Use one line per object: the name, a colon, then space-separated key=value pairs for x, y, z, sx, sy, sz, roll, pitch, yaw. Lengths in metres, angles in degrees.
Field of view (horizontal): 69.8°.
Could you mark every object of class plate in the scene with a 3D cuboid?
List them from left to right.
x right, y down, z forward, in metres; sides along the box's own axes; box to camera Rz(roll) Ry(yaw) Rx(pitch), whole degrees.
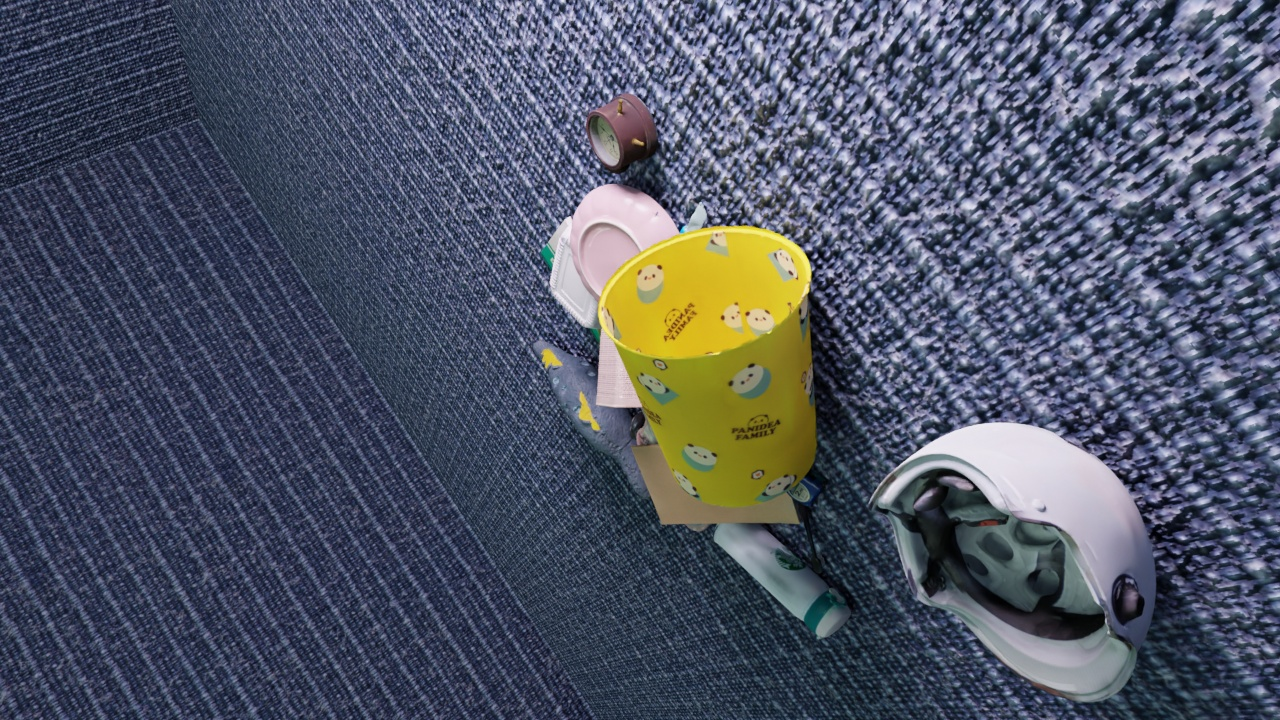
plate: x=-0.025 y=-0.132 z=1.196 sx=0.192 sy=0.038 sz=0.193 roll=23 pitch=129 yaw=31

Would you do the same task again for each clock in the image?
clock: x=-0.028 y=-0.274 z=1.121 sx=0.082 sy=0.055 sz=0.122 roll=62 pitch=156 yaw=-8

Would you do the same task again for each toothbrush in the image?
toothbrush: x=0.226 y=0.213 z=1.249 sx=0.016 sy=0.018 sz=0.181 roll=3 pitch=120 yaw=43

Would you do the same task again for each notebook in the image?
notebook: x=-0.080 y=-0.109 z=1.443 sx=0.209 sy=0.012 sz=0.151 roll=57 pitch=155 yaw=1
notebook: x=0.105 y=0.171 z=1.277 sx=0.212 sy=0.012 sz=0.149 roll=-6 pitch=123 yaw=25

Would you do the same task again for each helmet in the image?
helmet: x=0.351 y=0.159 z=0.820 sx=0.258 sy=0.145 sz=0.229 roll=52 pitch=156 yaw=-6

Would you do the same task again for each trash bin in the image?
trash bin: x=0.096 y=0.016 z=1.046 sx=0.230 sy=0.229 sz=0.255 roll=31 pitch=149 yaw=44

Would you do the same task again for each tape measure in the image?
tape measure: x=0.213 y=0.160 z=1.197 sx=0.054 sy=0.025 sz=0.058 roll=39 pitch=142 yaw=17

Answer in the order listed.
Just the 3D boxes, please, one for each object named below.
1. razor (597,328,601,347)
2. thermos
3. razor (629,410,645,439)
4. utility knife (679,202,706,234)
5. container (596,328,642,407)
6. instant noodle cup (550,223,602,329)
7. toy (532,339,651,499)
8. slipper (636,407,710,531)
razor: x=-0.075 y=-0.065 z=1.443 sx=0.043 sy=0.022 sz=0.142 roll=-37 pitch=83 yaw=41
thermos: x=0.205 y=0.306 z=1.329 sx=0.224 sy=0.073 sz=0.073 roll=40 pitch=149 yaw=33
razor: x=0.042 y=0.151 z=1.464 sx=0.068 sy=0.062 sz=0.167 roll=-33 pitch=95 yaw=33
utility knife: x=0.051 y=-0.139 z=1.172 sx=0.034 sy=0.018 sz=0.203 roll=53 pitch=152 yaw=13
container: x=-0.007 y=0.007 z=1.254 sx=0.090 sy=0.089 sz=0.111 roll=-179 pitch=89 yaw=-67
instant noodle cup: x=-0.074 y=-0.123 z=1.339 sx=0.138 sy=0.060 sz=0.174 roll=45 pitch=147 yaw=19
toy: x=-0.081 y=0.082 z=1.565 sx=0.356 sy=0.091 sz=0.138 roll=52 pitch=166 yaw=17
slipper: x=0.038 y=0.130 z=1.347 sx=0.114 sy=0.054 sz=0.274 roll=-2 pitch=109 yaw=56
